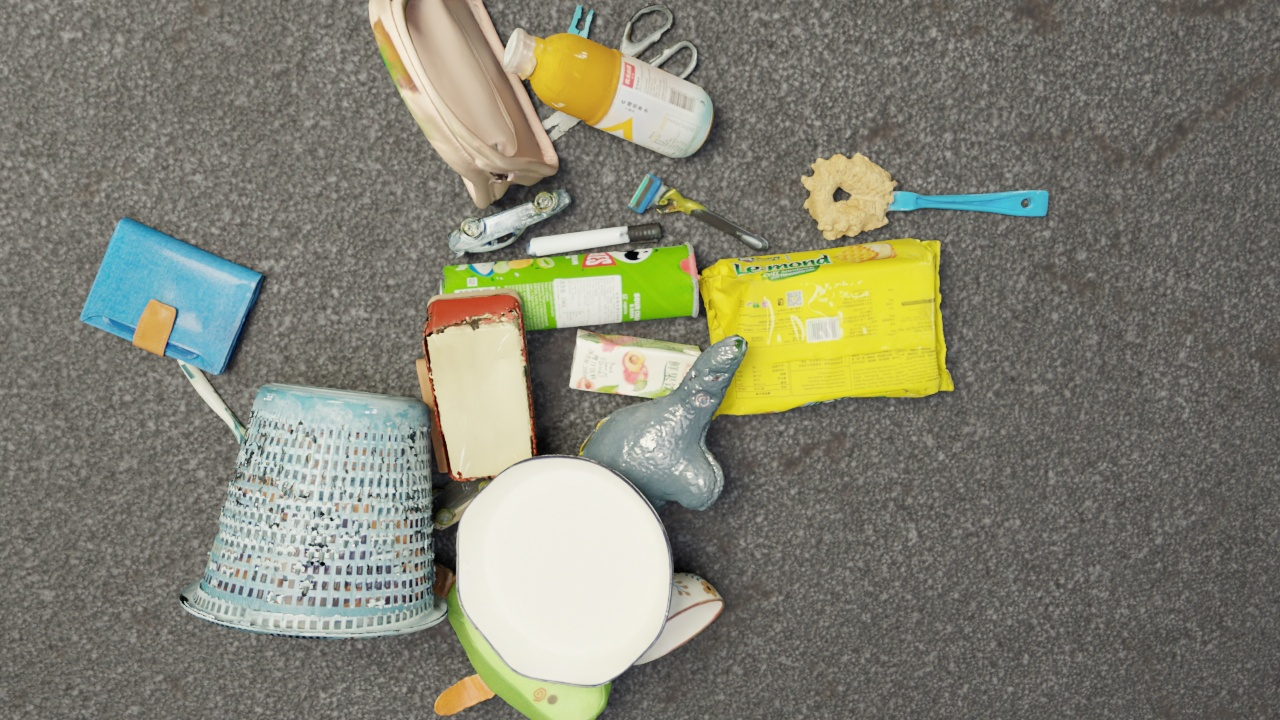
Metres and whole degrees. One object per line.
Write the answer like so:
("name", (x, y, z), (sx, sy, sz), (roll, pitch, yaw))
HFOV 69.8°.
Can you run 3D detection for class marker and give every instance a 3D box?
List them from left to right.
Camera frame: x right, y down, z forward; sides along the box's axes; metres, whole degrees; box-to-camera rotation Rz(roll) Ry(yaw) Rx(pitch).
("marker", (-0.045, -0.115, 0.877), (0.130, 0.018, 0.023), (-9, 133, -2))

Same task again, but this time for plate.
("plate", (-0.066, 0.185, 0.823), (0.205, 0.045, 0.205), (0, 92, 14))

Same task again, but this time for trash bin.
("trash bin", (-0.274, 0.123, 0.821), (0.226, 0.227, 0.195), (8, 87, -7))

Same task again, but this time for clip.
("clip", (-0.058, -0.295, 0.838), (0.041, 0.014, 0.056), (15, 100, -9))

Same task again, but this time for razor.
("razor", (0.061, -0.139, 0.881), (0.142, 0.022, 0.043), (22, 133, -14))

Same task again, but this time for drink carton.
("drink carton", (-0.005, 0.005, 0.894), (0.122, 0.045, 0.053), (8, 108, -6))

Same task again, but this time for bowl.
("bowl", (0.022, 0.253, 0.935), (0.113, 0.113, 0.062), (-37, 60, 3))

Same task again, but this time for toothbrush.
("toothbrush", (-0.389, 0.073, 0.888), (0.018, 0.016, 0.191), (-29, 104, 12))

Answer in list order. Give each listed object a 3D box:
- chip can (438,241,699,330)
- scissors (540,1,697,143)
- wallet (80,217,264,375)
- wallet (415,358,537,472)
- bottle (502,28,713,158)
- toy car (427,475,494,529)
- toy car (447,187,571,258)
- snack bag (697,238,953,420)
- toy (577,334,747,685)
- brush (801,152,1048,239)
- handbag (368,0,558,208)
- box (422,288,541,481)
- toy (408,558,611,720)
("chip can", (-0.066, -0.065, 0.859), (0.236, 0.072, 0.072), (-6, 103, -4))
("scissors", (-0.023, -0.250, 0.852), (0.145, 0.014, 0.172), (16, 101, -8))
("wallet", (-0.430, -0.057, 0.844), (0.133, 0.040, 0.106), (24, 95, -10))
("wallet", (-0.159, 0.047, 0.898), (0.101, 0.020, 0.115), (-9, 99, -3))
("bottle", (-0.027, -0.236, 0.803), (0.189, 0.068, 0.068), (15, 101, -27))
("toy car", (-0.171, 0.135, 0.908), (0.090, 0.042, 0.035), (-32, 125, -4))
("toy car", (-0.121, -0.128, 0.849), (0.120, 0.054, 0.037), (-23, 101, -1))
("snack bag", (0.182, -0.030, 0.894), (0.246, 0.068, 0.158), (-7, 103, -3))
("toy", (-0.004, 0.124, 0.867), (0.091, 0.138, 0.356), (14, 105, -49))
("brush", (0.277, -0.157, 0.893), (0.254, 0.046, 0.083), (0, 99, -10))
("handbag", (-0.151, -0.216, 0.732), (0.093, 0.234, 0.193), (-26, 103, 6))
("box", (-0.138, 0.028, 0.819), (0.091, 0.079, 0.169), (-6, 124, -5))
("toy", (-0.115, 0.265, 0.912), (0.227, 0.090, 0.246), (-38, 90, -6))
